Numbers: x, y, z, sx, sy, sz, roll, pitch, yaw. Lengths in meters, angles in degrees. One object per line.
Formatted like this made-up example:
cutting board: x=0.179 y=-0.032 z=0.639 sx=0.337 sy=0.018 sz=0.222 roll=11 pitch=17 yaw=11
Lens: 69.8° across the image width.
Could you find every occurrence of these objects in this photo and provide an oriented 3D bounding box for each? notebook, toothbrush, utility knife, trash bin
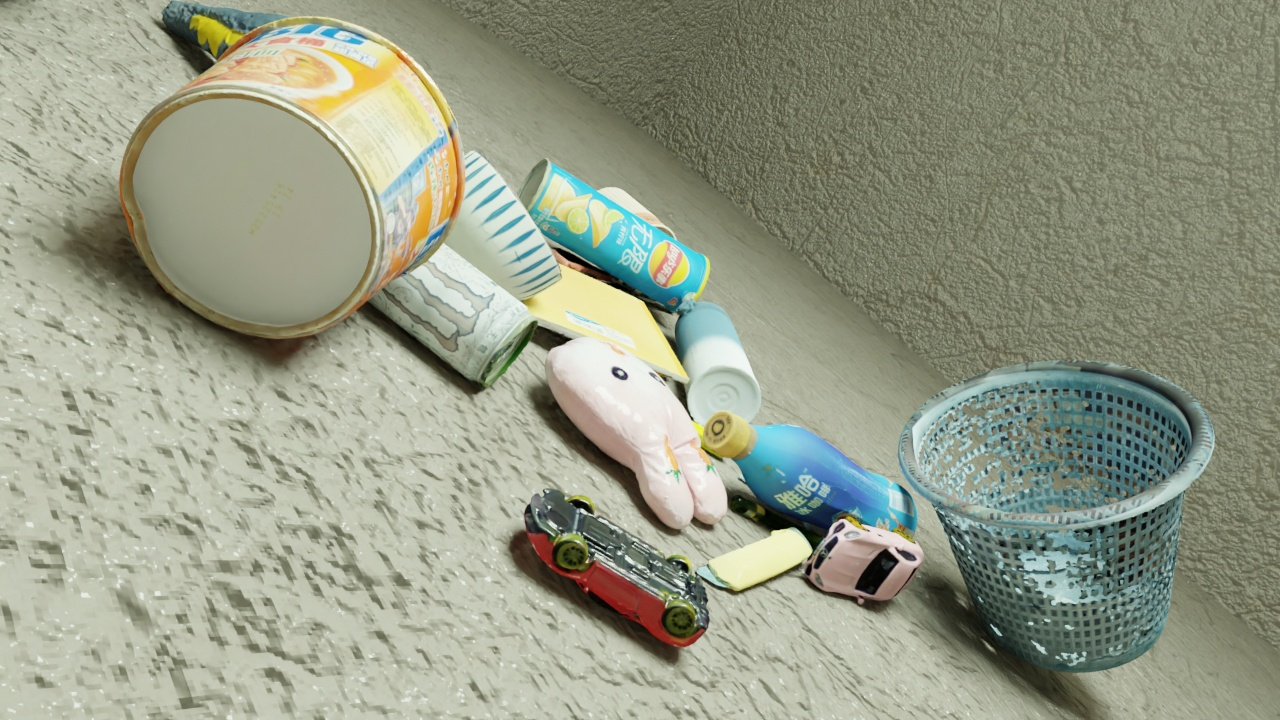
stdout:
notebook: x=-0.043 y=-0.046 z=0.803 sx=0.145 sy=0.010 sz=0.206 roll=22 pitch=15 yaw=-19
toothbrush: x=0.139 y=0.141 z=0.709 sx=0.185 sy=0.012 sz=0.017 roll=29 pitch=11 yaw=-27
utility knife: x=0.081 y=0.129 z=0.606 sx=0.031 sy=0.018 sz=0.162 roll=39 pitch=13 yaw=25
trash bin: x=0.346 y=0.138 z=0.761 sx=0.226 sy=0.226 sz=0.195 roll=-106 pitch=177 yaw=-66

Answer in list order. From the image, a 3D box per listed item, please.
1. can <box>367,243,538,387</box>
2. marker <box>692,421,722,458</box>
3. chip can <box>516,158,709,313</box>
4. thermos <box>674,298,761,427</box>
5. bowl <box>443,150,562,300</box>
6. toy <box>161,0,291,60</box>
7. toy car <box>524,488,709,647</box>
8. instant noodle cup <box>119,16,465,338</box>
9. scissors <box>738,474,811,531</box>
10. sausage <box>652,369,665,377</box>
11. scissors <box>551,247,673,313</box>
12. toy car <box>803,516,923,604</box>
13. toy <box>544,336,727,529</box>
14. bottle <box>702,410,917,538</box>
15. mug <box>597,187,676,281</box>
can: x=-0.137 y=-0.048 z=0.571 sx=0.147 sy=0.058 sz=0.058 roll=38 pitch=15 yaw=3
marker: x=0.021 y=0.046 z=0.729 sx=0.124 sy=0.015 sz=0.018 roll=28 pitch=16 yaw=-18
chip can: x=-0.029 y=-0.127 z=0.962 sx=0.210 sy=0.071 sz=0.071 roll=28 pitch=18 yaw=-26
thermos: x=0.067 y=-0.003 z=0.879 sx=0.070 sy=0.070 sz=0.220 roll=33 pitch=15 yaw=-13
bowl: x=-0.118 y=-0.090 z=0.687 sx=0.116 sy=0.066 sz=0.116 roll=51 pitch=-10 yaw=13
toy: x=-0.247 y=-0.207 z=0.771 sx=0.356 sy=0.091 sz=0.138 roll=35 pitch=-12 yaw=-11
toy car: x=-0.013 y=0.101 z=0.451 sx=0.106 sy=0.031 sz=0.049 roll=35 pitch=15 yaw=-10
instant noodle cup: x=-0.173 y=-0.087 z=0.462 sx=0.151 sy=0.152 sz=0.111 roll=33 pitch=24 yaw=-13
scissors: x=0.120 y=0.100 z=0.785 sx=0.133 sy=0.017 sz=0.135 roll=14 pitch=30 yaw=-46
sausage: x=-0.005 y=0.005 z=0.777 sx=0.021 sy=0.021 sz=0.165 roll=42 pitch=16 yaw=19
scissors: x=-0.016 y=-0.072 z=0.997 sx=0.206 sy=0.015 sz=0.193 roll=31 pitch=15 yaw=-20
toy car: x=0.166 y=0.148 z=0.665 sx=0.122 sy=0.056 sz=0.037 roll=21 pitch=15 yaw=-44
toy: x=0.000 y=0.045 z=0.620 sx=0.159 sy=0.054 sz=0.121 roll=52 pitch=20 yaw=22
bottle: x=0.129 y=0.092 z=0.700 sx=0.218 sy=0.065 sz=0.065 roll=29 pitch=17 yaw=-36
mug: x=-0.013 y=-0.138 z=1.095 sx=0.106 sy=0.081 sz=0.114 roll=48 pitch=-8 yaw=41
